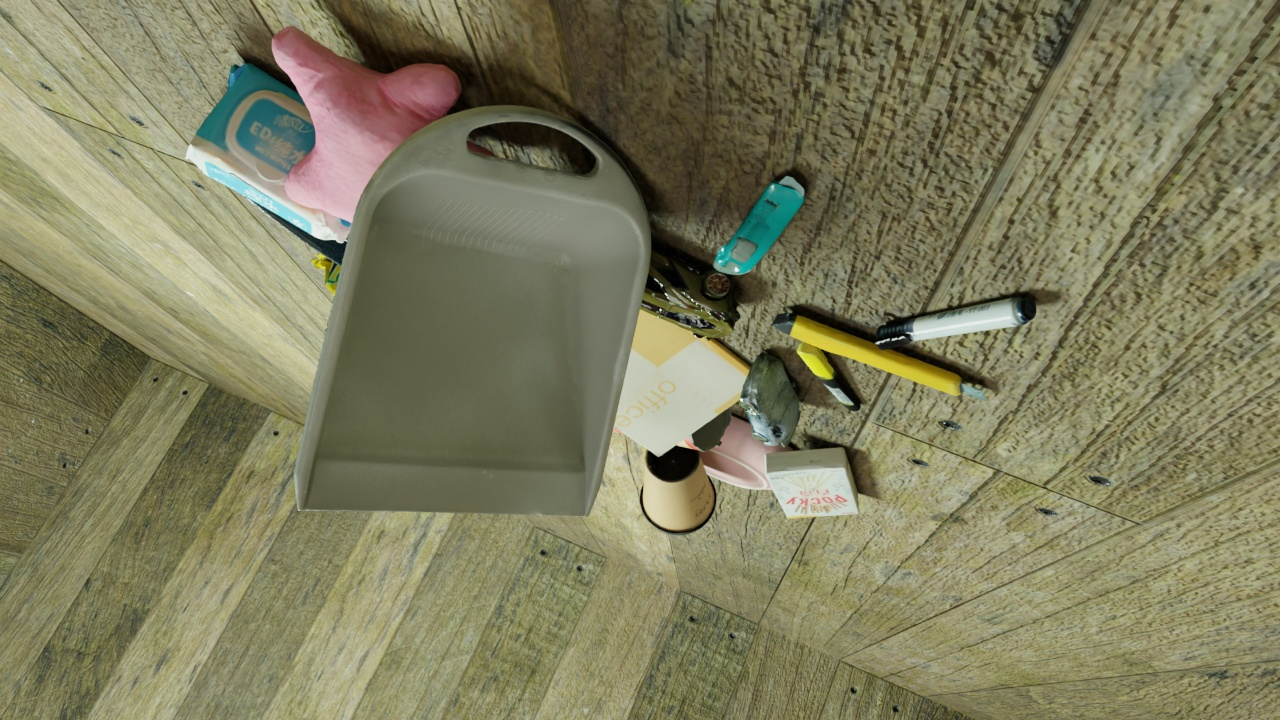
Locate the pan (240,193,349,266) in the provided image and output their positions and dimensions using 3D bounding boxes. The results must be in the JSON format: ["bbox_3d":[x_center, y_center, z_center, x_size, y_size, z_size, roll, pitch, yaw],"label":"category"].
[{"bbox_3d":[-0.256,-0.092,0.845,0.357,0.078,0.198,30,168,14],"label":"pan"}]

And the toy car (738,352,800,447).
[{"bbox_3d":[0.121,0.039,0.841,0.037,0.054,0.121,19,160,28],"label":"toy car"}]

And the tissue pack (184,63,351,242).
[{"bbox_3d":[-0.280,-0.166,0.736,0.140,0.090,0.063,30,167,-16],"label":"tissue pack"}]

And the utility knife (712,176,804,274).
[{"bbox_3d":[0.077,-0.086,0.614,0.029,0.013,0.160,24,162,-3],"label":"utility knife"}]

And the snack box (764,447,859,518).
[{"bbox_3d":[0.194,0.139,1.023,0.085,0.026,0.157,-7,151,16],"label":"snack box"}]

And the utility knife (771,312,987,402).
[{"bbox_3d":[0.184,-0.003,0.703,0.173,0.015,0.033,21,168,8],"label":"utility knife"}]

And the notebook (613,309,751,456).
[{"bbox_3d":[-0.005,0.005,0.850,0.206,0.010,0.146,36,122,-29],"label":"notebook"}]

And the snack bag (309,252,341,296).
[{"bbox_3d":[-0.246,-0.052,1.049,0.247,0.068,0.158,18,161,23],"label":"snack bag"}]

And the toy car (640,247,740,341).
[{"bbox_3d":[0.006,-0.065,0.726,0.158,0.042,0.070,28,162,-2],"label":"toy car"}]

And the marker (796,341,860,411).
[{"bbox_3d":[0.164,0.015,0.786,0.018,0.015,0.124,12,161,38],"label":"marker"}]

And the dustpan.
[{"bbox_3d":[-0.098,-0.024,0.617,0.222,0.257,0.143,6,171,-27],"label":"dustpan"}]

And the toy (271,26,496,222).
[{"bbox_3d":[-0.173,-0.139,0.661,0.178,0.074,0.195,15,140,-3],"label":"toy"}]

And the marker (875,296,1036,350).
[{"bbox_3d":[0.205,-0.023,0.610,0.018,0.022,0.131,37,160,-18],"label":"marker"}]

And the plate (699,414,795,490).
[{"bbox_3d":[0.101,0.110,1.092,0.192,0.039,0.193,23,162,8],"label":"plate"}]

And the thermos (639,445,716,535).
[{"bbox_3d":[0.042,0.141,1.062,0.093,0.092,0.143,20,154,16],"label":"thermos"}]

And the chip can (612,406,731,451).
[{"bbox_3d":[-0.006,0.049,1.010,0.217,0.073,0.073,7,155,43],"label":"chip can"}]
